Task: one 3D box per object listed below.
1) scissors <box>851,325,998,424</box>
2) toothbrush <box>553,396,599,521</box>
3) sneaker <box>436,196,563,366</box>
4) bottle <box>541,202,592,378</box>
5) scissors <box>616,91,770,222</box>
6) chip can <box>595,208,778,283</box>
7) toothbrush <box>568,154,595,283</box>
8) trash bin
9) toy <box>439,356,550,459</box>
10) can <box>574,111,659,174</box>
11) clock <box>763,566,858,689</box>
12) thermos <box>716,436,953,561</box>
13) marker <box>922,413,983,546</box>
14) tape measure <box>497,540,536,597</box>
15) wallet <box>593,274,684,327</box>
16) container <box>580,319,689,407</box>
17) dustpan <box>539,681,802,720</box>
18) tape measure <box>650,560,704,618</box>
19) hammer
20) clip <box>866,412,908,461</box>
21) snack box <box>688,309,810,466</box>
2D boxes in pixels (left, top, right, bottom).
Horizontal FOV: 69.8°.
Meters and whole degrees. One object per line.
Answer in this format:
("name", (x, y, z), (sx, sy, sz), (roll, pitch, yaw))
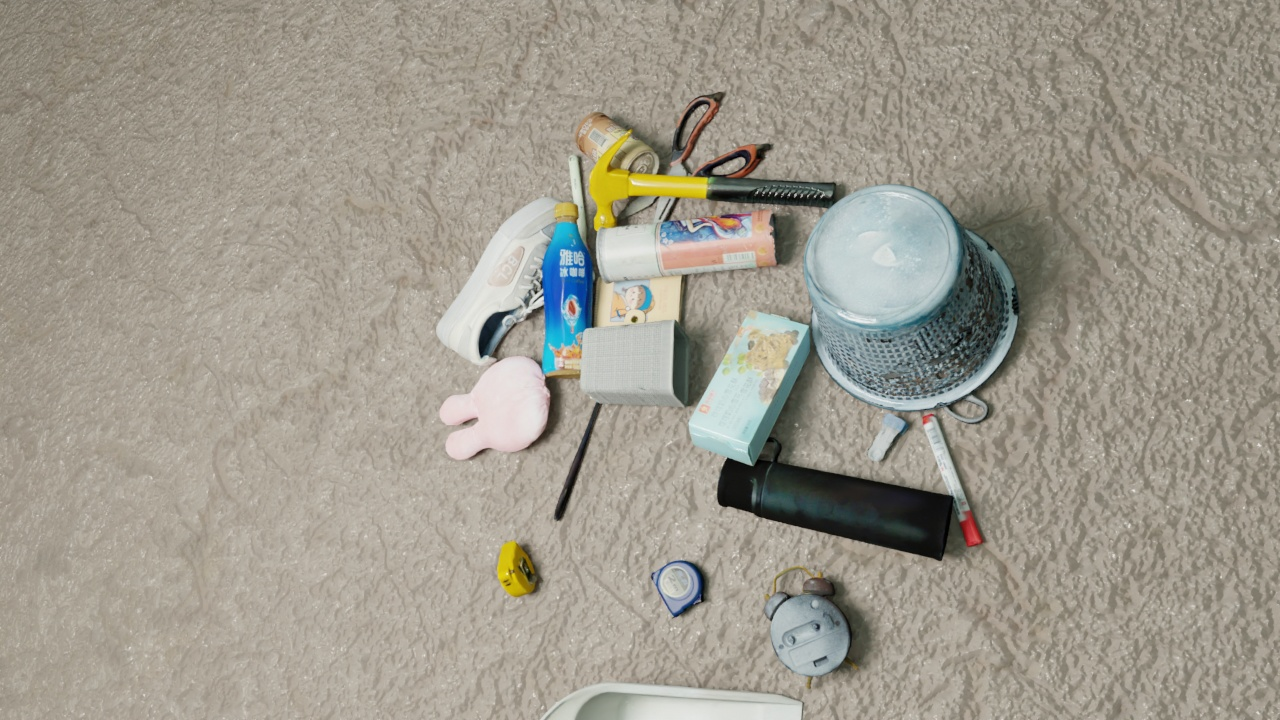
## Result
("scissors", (0.316, 0.006, 1.019), (0.159, 0.014, 0.180), (-42, 64, 6))
("toothbrush", (-0.077, 0.111, 1.134), (0.018, 0.015, 0.181), (13, 79, 29))
("sneaker", (-0.159, -0.099, 1.183), (0.091, 0.089, 0.242), (37, 90, 23))
("bottle", (-0.092, -0.088, 1.148), (0.065, 0.065, 0.218), (-4, 85, 19))
("scissors", (0.061, -0.248, 1.182), (0.227, 0.015, 0.188), (-14, 71, 16))
("chip can", (0.058, -0.138, 1.114), (0.215, 0.071, 0.071), (-4, 74, 14))
("toothbrush", (-0.081, -0.189, 1.215), (0.029, 0.020, 0.189), (-15, 71, 24))
("trash bin", (0.264, -0.076, 0.950), (0.227, 0.195, 0.226), (-8, 72, 24))
("toy", (-0.184, 0.063, 1.167), (0.160, 0.054, 0.121), (-21, 68, 19))
("can", (-0.032, -0.273, 1.192), (0.058, 0.058, 0.116), (-48, 57, 2))
("clock", (0.178, 0.278, 0.971), (0.082, 0.055, 0.122), (-27, 67, 12))
("thermos", (0.208, 0.143, 0.989), (0.243, 0.068, 0.090), (11, 85, 23))
("marker", (0.331, 0.126, 0.978), (0.017, 0.017, 0.145), (-20, 69, 14))
("tape measure", (-0.146, 0.252, 1.097), (0.029, 0.057, 0.060), (-24, 28, 15))
("wallet", (-0.003, -0.067, 1.153), (0.115, 0.024, 0.087), (0, 70, 19))
("container", (-0.006, 0.006, 1.091), (0.114, 0.090, 0.090), (-2, 74, 15))
("dustpan", (0.015, 0.444, 0.940), (0.258, 0.142, 0.222), (3, 76, 22))
("tape measure", (0.046, 0.255, 1.043), (0.054, 0.025, 0.058), (-34, 70, 7))
("hammer", (0.084, -0.210, 1.119), (0.301, 0.129, 0.032), (5, 34, 8))
("clip", (0.269, 0.086, 1.011), (0.027, 0.043, 0.058), (36, 97, 22))
("snack box", (0.125, 0.028, 1.033), (0.074, 0.052, 0.174), (18, 61, 24))
